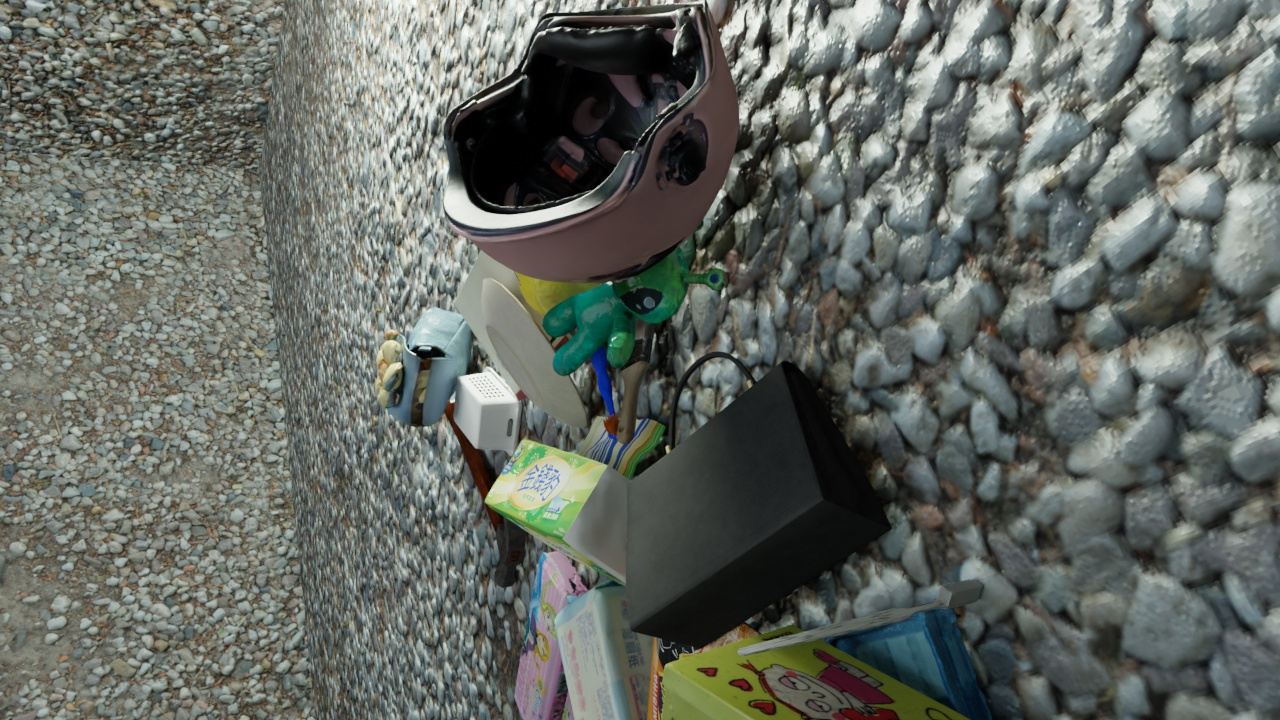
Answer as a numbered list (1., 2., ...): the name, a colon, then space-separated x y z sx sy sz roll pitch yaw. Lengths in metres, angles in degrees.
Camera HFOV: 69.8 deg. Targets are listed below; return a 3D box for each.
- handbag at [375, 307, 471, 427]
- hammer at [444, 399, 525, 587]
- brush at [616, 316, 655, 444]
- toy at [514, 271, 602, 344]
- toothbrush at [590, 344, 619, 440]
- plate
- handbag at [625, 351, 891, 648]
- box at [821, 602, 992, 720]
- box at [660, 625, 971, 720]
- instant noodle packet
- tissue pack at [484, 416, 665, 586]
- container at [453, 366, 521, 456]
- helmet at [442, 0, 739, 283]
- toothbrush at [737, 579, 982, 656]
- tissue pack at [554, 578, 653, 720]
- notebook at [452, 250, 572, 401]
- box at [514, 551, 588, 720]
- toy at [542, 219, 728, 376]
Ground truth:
1. handbag: -0.297 0.001 1.240 0.191 0.118 0.122 -85 9 -65
2. hammer: -0.216 0.156 1.245 0.300 0.028 0.111 55 138 45
3. brush: -0.005 0.005 0.824 0.039 0.012 0.151 -28 46 51
4. toy: -0.082 -0.123 0.902 0.133 0.092 0.207 -49 -56 -80
5. toothbrush: -0.036 0.017 0.881 0.182 0.016 0.018 -107 -9 -55
6. plate: -0.121 0.000 0.968 0.188 0.027 0.189 49 163 21
7. handbag: 0.060 0.075 0.671 0.176 0.072 0.195 -42 41 28
8. box: 0.143 0.266 0.601 0.232 0.033 0.174 -42 56 54
9. box: 0.123 0.225 0.476 0.221 0.124 0.081 14 99 49
10. instant noodle packet: 0.063 0.261 0.678 0.221 0.032 0.160 20 108 60
11. tissue pack: -0.041 0.114 0.862 0.198 0.120 0.141 10 64 54
12. container: -0.203 0.066 1.191 0.129 0.049 0.081 36 122 55
13. helmet: -0.033 -0.156 0.718 0.230 0.152 0.254 6 57 33
14. toothbrush: 0.121 0.133 0.481 0.010 0.181 0.010 31 115 51
15. tissue pack: -0.023 0.293 0.863 0.112 0.070 0.181 -51 46 49
16. notebook: -0.152 -0.046 1.054 0.153 0.012 0.209 55 150 4
17. box: -0.087 0.348 1.020 0.159 0.035 0.231 46 131 49
18. toy: -0.012 -0.055 0.802 0.194 0.072 0.130 -33 61 34
